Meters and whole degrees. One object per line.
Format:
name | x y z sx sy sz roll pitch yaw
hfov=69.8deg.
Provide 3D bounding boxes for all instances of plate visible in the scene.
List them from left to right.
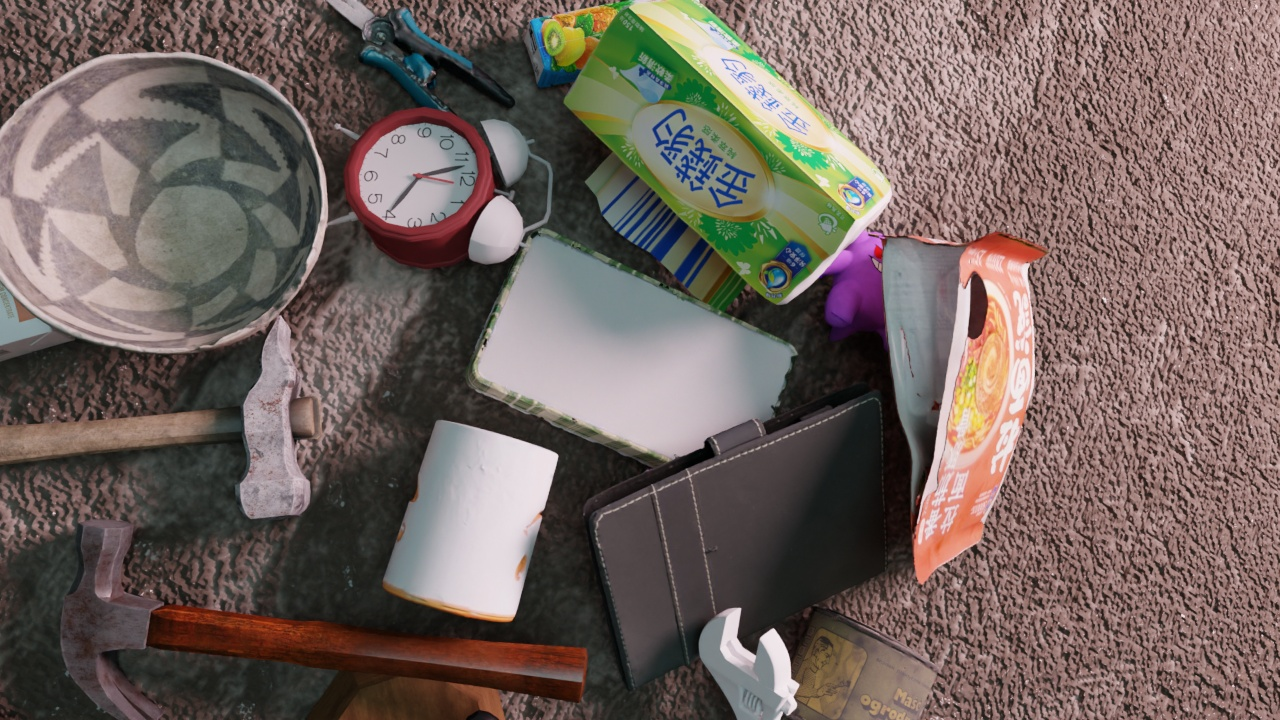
plate | -0.144 0.241 0.569 0.131 0.025 0.131 1 84 -14

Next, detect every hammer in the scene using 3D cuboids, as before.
hammer | -0.351 0.046 0.528 0.318 0.049 0.121 -5 81 -13
hammer | -0.181 0.168 0.538 0.300 0.028 0.111 8 88 -3

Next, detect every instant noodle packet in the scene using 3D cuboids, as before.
instant noodle packet | 0.213 0.028 0.626 0.164 0.084 0.221 -2 96 -56

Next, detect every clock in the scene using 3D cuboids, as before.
clock | -0.125 -0.109 0.582 0.137 0.048 0.096 2 74 0

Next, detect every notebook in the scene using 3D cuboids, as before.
notebook | 0.070 0.114 0.599 0.208 0.029 0.170 -22 122 -19

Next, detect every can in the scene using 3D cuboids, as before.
can | 0.142 0.216 0.611 0.090 0.090 0.074 30 78 -10

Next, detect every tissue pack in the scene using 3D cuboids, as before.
tissue pack | 0.042 -0.116 0.600 0.197 0.142 0.120 48 36 10

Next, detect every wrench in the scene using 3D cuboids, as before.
wrench | 0.085 0.291 0.595 0.018 0.066 0.273 -19 102 -43

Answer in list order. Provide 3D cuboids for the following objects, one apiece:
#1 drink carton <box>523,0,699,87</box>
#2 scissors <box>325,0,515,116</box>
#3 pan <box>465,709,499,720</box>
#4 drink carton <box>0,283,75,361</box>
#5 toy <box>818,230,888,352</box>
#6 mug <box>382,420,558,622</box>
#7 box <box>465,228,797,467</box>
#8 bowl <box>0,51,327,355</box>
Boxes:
drink carton | -0.015 -0.225 0.641 0.128 0.039 0.044 -17 89 -15
scissors | -0.152 -0.198 0.614 0.126 0.019 0.144 -11 85 -15
pan | -0.193 0.345 0.505 0.204 0.044 0.355 39 88 -12
drink carton | -0.396 -0.024 0.523 0.122 0.040 0.058 -20 90 -15
toy | 0.164 -0.053 0.663 0.106 0.056 0.088 23 75 -21
mug | -0.103 0.098 0.565 0.082 0.082 0.105 17 79 -12
box | -0.004 0.004 0.618 0.205 0.050 0.117 23 76 -12
bowl | -0.272 -0.083 0.538 0.178 0.081 0.178 3 77 -14
